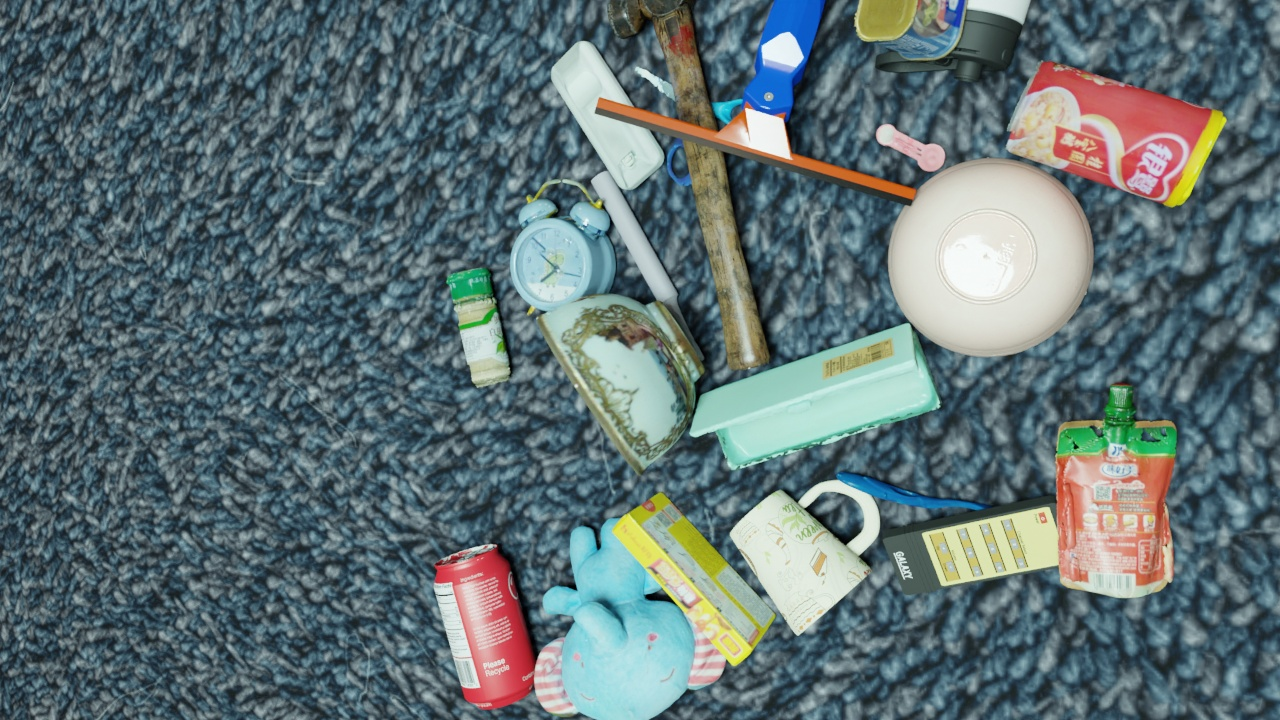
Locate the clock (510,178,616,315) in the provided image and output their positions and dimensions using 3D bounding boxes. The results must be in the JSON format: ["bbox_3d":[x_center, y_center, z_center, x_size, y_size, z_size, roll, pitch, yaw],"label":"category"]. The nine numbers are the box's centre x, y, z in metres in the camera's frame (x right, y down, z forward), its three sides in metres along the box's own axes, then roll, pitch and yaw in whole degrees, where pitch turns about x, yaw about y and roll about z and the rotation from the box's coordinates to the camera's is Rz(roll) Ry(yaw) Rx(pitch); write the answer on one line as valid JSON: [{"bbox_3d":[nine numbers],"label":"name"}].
[{"bbox_3d":[-0.070,-0.099,0.821,0.089,0.051,0.124,9,100,23],"label":"clock"}]

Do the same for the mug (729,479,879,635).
[{"bbox_3d":[0.143,0.149,0.759,0.122,0.081,0.097,-41,72,1],"label":"mug"}]

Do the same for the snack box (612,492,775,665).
[{"bbox_3d":[0.047,0.185,0.794,0.152,0.075,0.025,46,112,11],"label":"snack box"}]

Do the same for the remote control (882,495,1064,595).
[{"bbox_3d":[0.265,0.147,0.722,0.134,0.013,0.058,-19,105,24],"label":"remote control"}]

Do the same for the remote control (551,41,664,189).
[{"bbox_3d":[-0.031,-0.214,0.802,0.050,0.022,0.133,-37,81,30],"label":"remote control"}]

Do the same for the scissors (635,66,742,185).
[{"bbox_3d":[0.037,-0.209,0.782,0.130,0.014,0.117,39,111,14],"label":"scissors"}]

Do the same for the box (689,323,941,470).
[{"bbox_3d":[0.134,0.034,0.730,0.189,0.091,0.077,-19,88,24],"label":"box"}]

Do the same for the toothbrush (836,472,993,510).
[{"bbox_3d":[0.223,0.111,0.741,0.132,0.021,0.016,12,105,18],"label":"toothbrush"}]

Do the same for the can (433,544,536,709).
[{"bbox_3d":[-0.149,0.256,0.886,0.075,0.074,0.142,-15,91,24],"label":"can"}]

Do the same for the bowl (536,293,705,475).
[{"bbox_3d":[-0.005,0.004,0.763,0.094,0.160,0.160,-33,83,0],"label":"bowl"}]

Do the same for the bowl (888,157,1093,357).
[{"bbox_3d":[0.253,-0.075,0.674,0.153,0.076,0.153,3,97,22],"label":"bowl"}]

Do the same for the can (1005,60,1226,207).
[{"bbox_3d":[0.325,-0.158,0.637,0.124,0.066,0.067,25,106,19],"label":"can"}]

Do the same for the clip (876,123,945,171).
[{"bbox_3d":[0.206,-0.166,0.705,0.060,0.043,0.023,39,113,28],"label":"clip"}]

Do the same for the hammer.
[{"bbox_3d":[0.063,-0.156,0.750,0.120,0.033,0.330,-13,88,23],"label":"hammer"}]

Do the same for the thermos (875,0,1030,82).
[{"bbox_3d":[0.245,-0.320,0.655,0.101,0.068,0.230,21,105,33],"label":"thermos"}]

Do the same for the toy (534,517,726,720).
[{"bbox_3d":[-0.021,0.233,0.819,0.184,0.114,0.180,-17,78,14],"label":"toy"}]

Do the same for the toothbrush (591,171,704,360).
[{"bbox_3d":[0.009,-0.082,0.807,0.019,0.018,0.188,-32,84,34],"label":"toothbrush"}]

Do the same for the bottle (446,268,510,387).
[{"bbox_3d":[-0.152,-0.031,0.869,0.043,0.042,0.110,-12,92,24],"label":"bottle"}]

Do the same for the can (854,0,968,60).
[{"bbox_3d":[0.189,-0.263,0.629,0.054,0.058,0.100,19,104,47],"label":"can"}]

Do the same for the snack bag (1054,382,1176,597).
[{"bbox_3d":[0.350,0.094,0.672,0.087,0.044,0.155,-1,96,3],"label":"snack bag"}]

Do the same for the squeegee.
[{"bbox_3d":[0.112,-0.241,0.700,0.249,0.055,0.184,18,77,5],"label":"squeegee"}]
